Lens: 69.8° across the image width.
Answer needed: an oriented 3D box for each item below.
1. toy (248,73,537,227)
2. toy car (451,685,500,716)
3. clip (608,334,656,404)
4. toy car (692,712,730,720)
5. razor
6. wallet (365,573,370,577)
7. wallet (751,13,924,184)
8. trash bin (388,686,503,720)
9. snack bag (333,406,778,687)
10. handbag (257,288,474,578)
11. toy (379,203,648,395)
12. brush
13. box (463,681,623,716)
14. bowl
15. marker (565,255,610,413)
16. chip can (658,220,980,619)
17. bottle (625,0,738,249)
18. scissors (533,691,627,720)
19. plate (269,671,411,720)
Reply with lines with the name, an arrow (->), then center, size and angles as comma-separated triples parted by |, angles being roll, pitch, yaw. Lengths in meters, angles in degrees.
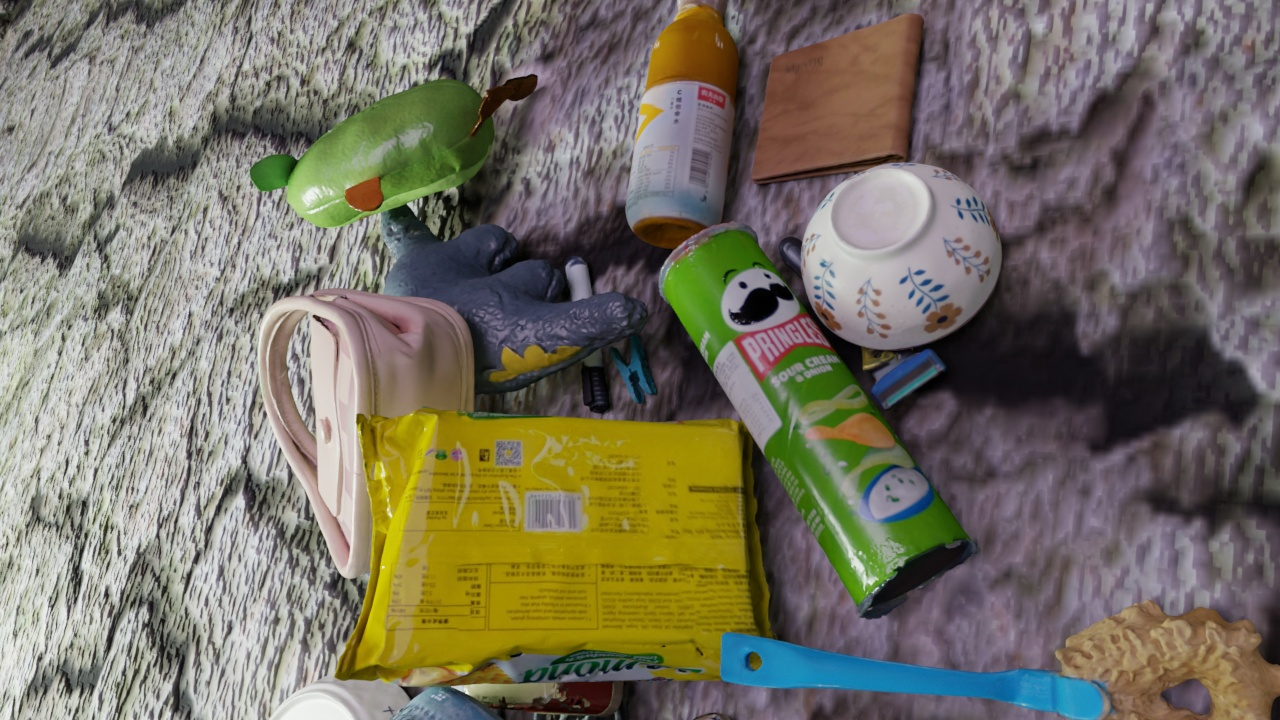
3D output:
toy -> -0.200, -0.181, 0.784 | 0.247, 0.090, 0.226 | -20, 26, 14
toy car -> -0.124, 0.261, 0.645 | 0.054, 0.036, 0.120 | -21, 59, 32
clip -> -0.004, 0.005, 0.656 | 0.041, 0.014, 0.056 | -39, 55, 22
toy car -> 0.020, 0.239, 0.539 | 0.091, 0.035, 0.042 | -32, 58, 23
razor -> 0.125, -0.028, 0.559 | 0.043, 0.022, 0.142 | -36, 53, 3
wallet -> -0.189, 0.115, 0.747 | 0.106, 0.040, 0.133 | 36, 97, 32
wallet -> 0.129, -0.171, 0.612 | 0.115, 0.020, 0.101 | -2, 71, 41
trash bin -> -0.125, 0.296, 0.488 | 0.227, 0.227, 0.194 | 17, 49, 41
snack bag -> -0.041, 0.102, 0.527 | 0.068, 0.246, 0.157 | 117, 153, -66
handbag -> -0.225, 0.033, 0.692 | 0.234, 0.093, 0.193 | 24, 115, 40
toy -> -0.136, -0.045, 0.724 | 0.356, 0.091, 0.138 | 30, 88, 45
brush -> 0.157, 0.150, 0.430 | 0.255, 0.046, 0.083 | -3, 79, 24
box -> -0.063, 0.140, 0.599 | 0.091, 0.079, 0.168 | -13, 60, 35
bowl -> 0.141, -0.069, 0.520 | 0.114, 0.062, 0.113 | -13, 60, 23
marker -> -0.041, -0.022, 0.689 | 0.018, 0.022, 0.130 | -28, 60, 31
chip can -> 0.092, 0.026, 0.525 | 0.072, 0.072, 0.236 | -41, 58, 19
bottle -> 0.033, -0.176, 0.655 | 0.068, 0.068, 0.189 | -3, 72, 37
scissors -> -0.025, 0.178, 0.611 | 0.146, 0.014, 0.172 | -26, 59, 28
plate -> -0.242, 0.343, 0.702 | 0.205, 0.045, 0.204 | -14, 67, 34
